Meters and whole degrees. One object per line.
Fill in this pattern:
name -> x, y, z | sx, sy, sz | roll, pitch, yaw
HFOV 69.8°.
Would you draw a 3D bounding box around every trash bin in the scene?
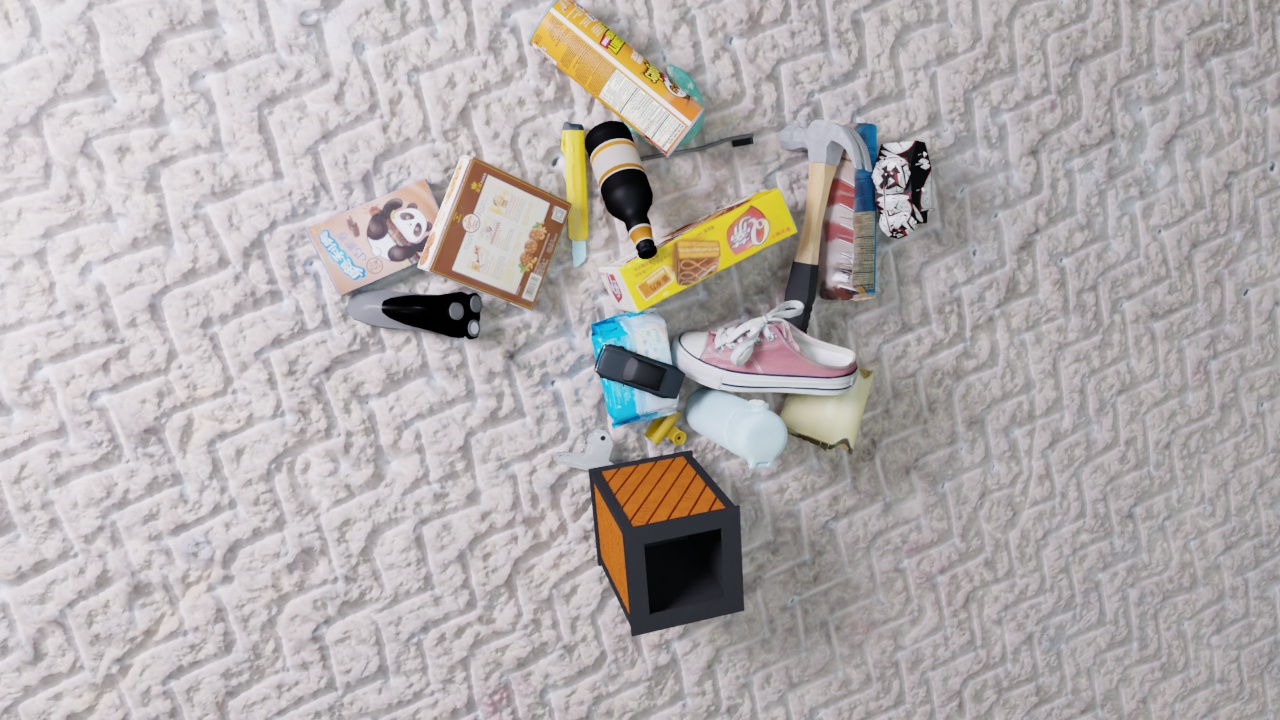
trash bin -> 0.029, 0.219, 1.134 | 0.139, 0.172, 0.140 | -9, 109, -14

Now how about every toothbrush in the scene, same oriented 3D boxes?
toothbrush -> 0.069, -0.273, 1.184 | 0.167, 0.013, 0.013 | -13, 107, -13

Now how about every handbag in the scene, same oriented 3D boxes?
handbag -> 0.248, 0.057, 1.217 | 0.081, 0.111, 0.119 | 17, 93, -32

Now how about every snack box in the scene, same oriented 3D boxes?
snack box -> -0.172, -0.150, 1.098 | 0.147, 0.041, 0.143 | 20, 91, -35
snack box -> 0.070, -0.137, 1.149 | 0.230, 0.110, 0.062 | -27, 102, -10
snack box -> -0.306, -0.147, 1.090 | 0.151, 0.034, 0.087 | -26, 103, -10

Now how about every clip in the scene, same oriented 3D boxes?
clip -> 0.039, 0.093, 1.210 | 0.049, 0.045, 0.054 | 36, 84, 9
clip -> -0.055, 0.119, 1.183 | 0.101, 0.050, 0.058 | 14, 105, -17

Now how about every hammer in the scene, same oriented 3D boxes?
hammer -> 0.216, -0.141, 1.185 | 0.039, 0.131, 0.328 | 1, 102, -40

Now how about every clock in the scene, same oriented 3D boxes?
clock -> 0.346, -0.223, 1.192 | 0.154, 0.065, 0.115 | -48, 130, -47

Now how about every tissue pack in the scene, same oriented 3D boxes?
tissue pack -> -0.007, 0.007, 1.171 | 0.092, 0.062, 0.144 | -14, 102, -13

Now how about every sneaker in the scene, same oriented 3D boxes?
sneaker -> 0.150, -0.017, 1.144 | 0.241, 0.118, 0.088 | 7, 124, 17

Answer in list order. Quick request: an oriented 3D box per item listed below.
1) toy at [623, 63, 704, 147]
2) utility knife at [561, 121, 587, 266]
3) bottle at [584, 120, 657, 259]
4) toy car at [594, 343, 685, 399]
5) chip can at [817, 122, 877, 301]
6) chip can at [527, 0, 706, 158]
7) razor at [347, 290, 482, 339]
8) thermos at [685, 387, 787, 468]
toy -> 0.038, -0.313, 1.163 | 0.085, 0.033, 0.105 | 42, 86, -4
utility knife -> -0.082, -0.207, 1.150 | 0.030, 0.017, 0.179 | -3, 97, -9
bottle -> -0.016, -0.201, 1.100 | 0.059, 0.059, 0.181 | -12, 65, -13
toy car -> 0.000, 0.014, 1.122 | 0.112, 0.034, 0.046 | 19, 93, -17
chip can -> 0.273, -0.194, 1.214 | 0.079, 0.080, 0.229 | -3, 96, -14
chip can -> -0.027, -0.341, 1.101 | 0.215, 0.075, 0.075 | 38, 86, -6
razor -> -0.272, -0.059, 1.102 | 0.156, 0.060, 0.057 | 4, 83, 5
thermos -> 0.116, 0.077, 1.135 | 0.065, 0.207, 0.078 | 0, 96, -15
